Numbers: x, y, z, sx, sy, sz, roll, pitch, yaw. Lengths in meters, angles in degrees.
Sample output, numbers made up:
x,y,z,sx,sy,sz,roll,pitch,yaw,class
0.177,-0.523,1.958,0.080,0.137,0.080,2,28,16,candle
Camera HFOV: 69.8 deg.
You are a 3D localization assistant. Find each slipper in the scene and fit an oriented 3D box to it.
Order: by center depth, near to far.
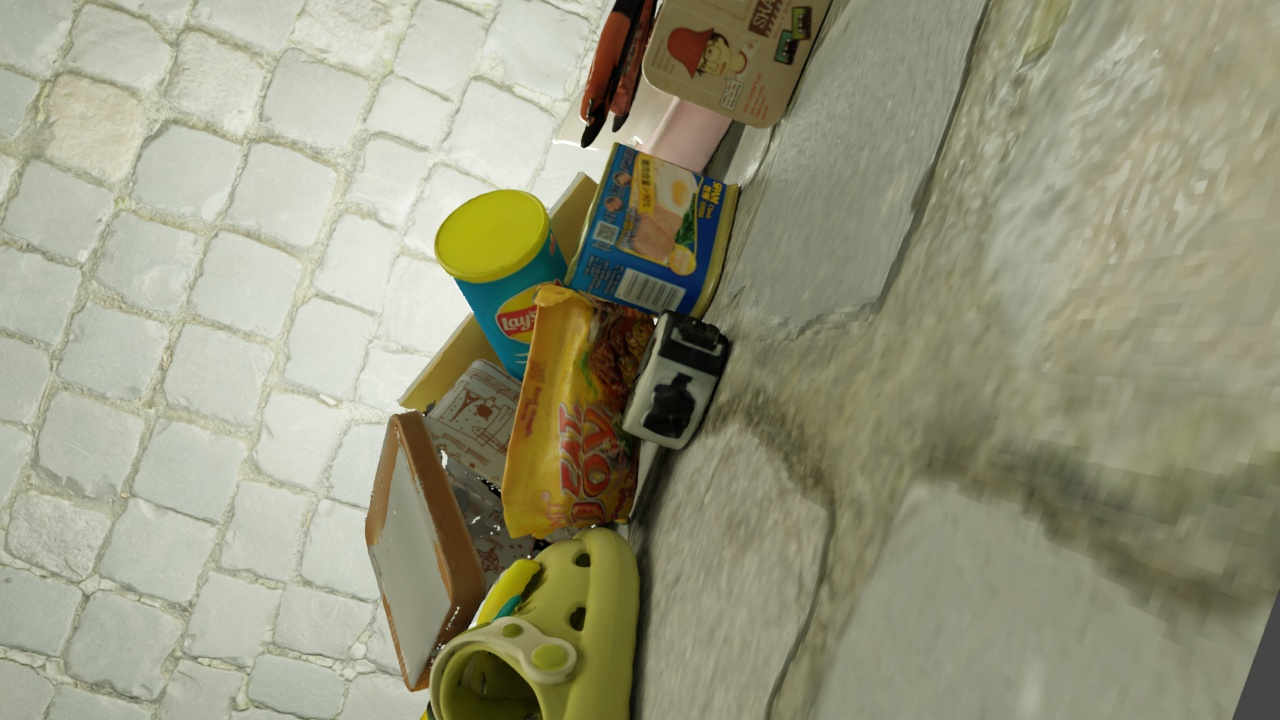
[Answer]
x,y,z,sx,sy,sz,roll,pitch,yaw,class
-0.047,0.135,0.397,0.190,0.081,0.092,-92,25,-67,slipper

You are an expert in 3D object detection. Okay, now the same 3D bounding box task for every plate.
x,y,z,sx,sy,sz,roll,pitch,yaw,class
0.033,-0.187,0.738,0.193,0.039,0.192,-57,13,20,plate

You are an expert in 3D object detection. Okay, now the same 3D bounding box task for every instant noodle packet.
x,y,z,sx,sy,sz,roll,pitch,yaw,class
-0.028,0.030,0.489,0.110,0.044,0.128,14,-97,-64,instant noodle packet

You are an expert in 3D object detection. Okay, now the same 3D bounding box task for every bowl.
x,y,z,sx,sy,sz,roll,pitch,yaw,class
-0.012,-0.204,0.708,0.118,0.064,0.118,-57,12,19,bowl

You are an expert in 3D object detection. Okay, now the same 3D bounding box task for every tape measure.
x,y,z,sx,sy,sz,roll,pitch,yaw,class
0.016,0.009,0.454,0.065,0.033,0.066,-120,50,-84,tape measure

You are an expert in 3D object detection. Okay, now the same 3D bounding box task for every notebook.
x,y,z,sx,sy,sz,roll,pitch,yaw,class
-0.067,-0.027,0.682,0.206,0.010,0.145,-50,-35,8,notebook

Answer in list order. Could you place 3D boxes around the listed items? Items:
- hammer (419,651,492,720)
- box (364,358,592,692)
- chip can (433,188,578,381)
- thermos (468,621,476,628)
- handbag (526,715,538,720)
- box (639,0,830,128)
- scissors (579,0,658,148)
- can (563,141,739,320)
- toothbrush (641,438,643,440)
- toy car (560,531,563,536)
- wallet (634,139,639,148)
x,y,z,sx,sy,sz,roll,pitch,yaw,class
-0.123,0.224,0.583,0.302,0.033,0.128,-57,-7,35,hammer
-0.123,0.121,0.616,0.165,0.150,0.182,-58,-3,-38,box
-0.065,-0.016,0.622,0.210,0.071,0.071,69,-150,-51,chip can
-0.149,0.312,0.774,0.223,0.073,0.073,-81,13,-63,thermos
-0.075,0.223,0.516,0.178,0.063,0.164,-56,-2,-33,handbag
0.063,-0.226,0.513,0.078,0.091,0.168,-96,26,-70,box
0.004,-0.217,0.519,0.189,0.015,0.225,98,-169,-87,scissors
0.007,-0.077,0.561,0.057,0.083,0.101,119,169,-54,can
-0.018,0.068,0.657,0.190,0.014,0.016,123,142,-67,toothbrush
-0.078,0.170,0.764,0.048,0.032,0.105,133,158,-75,toy car
0.013,-0.159,0.869,0.101,0.020,0.115,49,-126,-61,wallet
